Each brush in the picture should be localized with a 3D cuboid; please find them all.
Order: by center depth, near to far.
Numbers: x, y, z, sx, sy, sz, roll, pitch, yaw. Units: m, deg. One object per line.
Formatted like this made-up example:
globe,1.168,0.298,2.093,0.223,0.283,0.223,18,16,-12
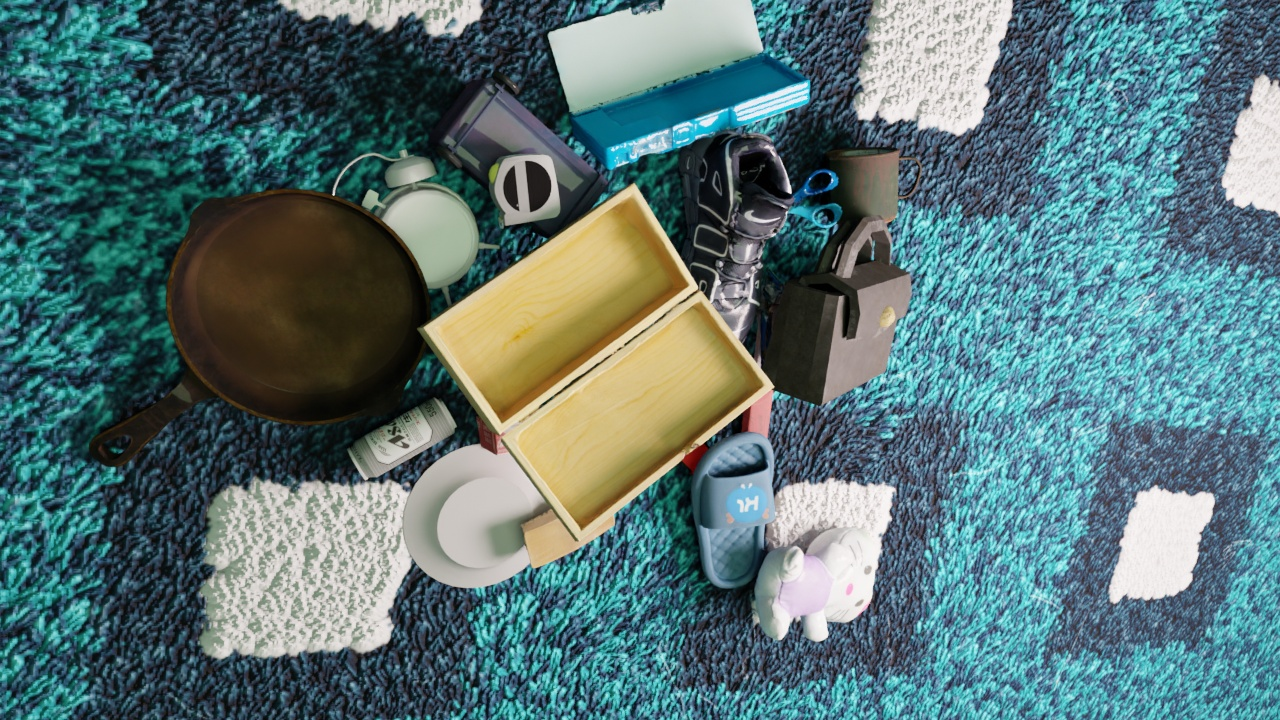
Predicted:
brush,-0.085,0.187,1.042,0.116,0.039,0.049,-25,116,-33

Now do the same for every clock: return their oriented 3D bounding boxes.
clock,-0.226,-0.135,0.900,0.159,0.061,0.120,40,89,-22

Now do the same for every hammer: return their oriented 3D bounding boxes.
hammer,0.144,0.066,1.127,0.126,0.036,0.316,-2,105,-25

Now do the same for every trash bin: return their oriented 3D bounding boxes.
trash bin,-0.119,-0.195,0.909,0.161,0.092,0.093,38,87,-28

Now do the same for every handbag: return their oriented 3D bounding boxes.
handbag,0.241,-0.066,1.043,0.196,0.102,0.200,-19,122,-51

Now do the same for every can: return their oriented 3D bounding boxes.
can,-0.247,0.081,0.953,0.106,0.044,0.044,-30,113,-14

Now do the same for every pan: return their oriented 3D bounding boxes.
pan,-0.364,-0.014,0.857,0.356,0.043,0.249,-34,115,4

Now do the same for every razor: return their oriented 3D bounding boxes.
razor,0.146,-0.035,1.050,0.018,0.044,0.141,-9,124,-12

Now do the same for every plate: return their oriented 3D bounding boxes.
plate,-0.175,0.178,1.024,0.172,0.019,0.173,-6,106,-22

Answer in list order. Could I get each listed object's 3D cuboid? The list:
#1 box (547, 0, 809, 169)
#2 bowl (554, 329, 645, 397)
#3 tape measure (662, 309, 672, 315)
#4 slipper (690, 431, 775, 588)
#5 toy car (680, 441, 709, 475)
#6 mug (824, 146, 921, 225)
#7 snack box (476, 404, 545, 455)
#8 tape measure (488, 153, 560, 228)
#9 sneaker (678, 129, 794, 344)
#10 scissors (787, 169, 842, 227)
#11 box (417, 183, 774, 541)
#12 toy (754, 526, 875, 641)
box,0.038,-0.296,0.976,0.243,0.075,0.166,-22,76,-17
bowl,-0.006,0.006,0.962,0.174,0.174,0.068,-18,123,-19
tape measure,0.061,-0.061,1.062,0.060,0.020,0.062,37,87,-27
slipper,0.112,0.186,1.101,0.103,0.059,0.214,-3,112,-12
toy car,0.063,0.111,1.107,0.038,0.025,0.089,-43,114,-5
mug,0.273,-0.205,1.075,0.111,0.084,0.081,-4,108,2
snack box,-0.039,0.064,1.021,0.272,0.077,0.044,-8,96,-22
tape measure,-0.110,-0.161,0.864,0.064,0.017,0.065,-14,113,-24
sneaker,0.110,-0.130,0.973,0.097,0.151,0.252,-1,91,-21
scissors,0.164,-0.183,1.056,0.134,0.016,0.073,-5,114,7
box,-0.038,-0.001,0.882,0.246,0.076,0.257,-37,90,-15
toy,0.223,0.283,1.169,0.209,0.086,0.138,3,99,-44
